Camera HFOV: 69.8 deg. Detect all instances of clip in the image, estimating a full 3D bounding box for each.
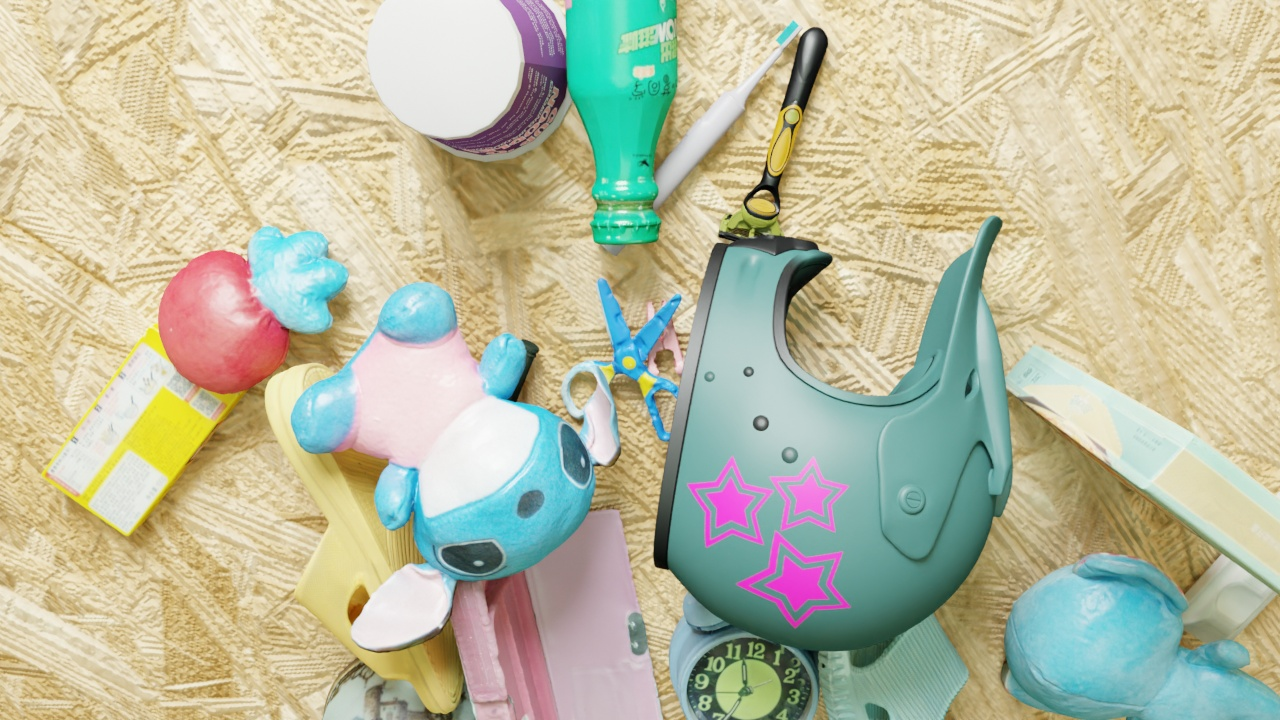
[{"bbox_3d":[0.020,-0.012,0.636,0.045,0.023,0.060,13,108,-7],"label":"clip"}]

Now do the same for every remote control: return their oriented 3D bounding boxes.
[{"bbox_3d":[0.454,0.155,0.675,0.050,0.022,0.133,32,104,-8],"label":"remote control"}]

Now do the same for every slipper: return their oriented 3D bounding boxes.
[{"bbox_3d":[-0.201,0.130,0.645,0.078,0.099,0.263,-21,101,9],"label":"slipper"},{"bbox_3d":[0.193,0.262,0.668,0.070,0.115,0.276,-1,115,39],"label":"slipper"}]

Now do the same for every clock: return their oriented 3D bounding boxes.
[{"bbox_3d":[0.081,0.218,0.683,0.118,0.060,0.162,5,102,1],"label":"clock"}]

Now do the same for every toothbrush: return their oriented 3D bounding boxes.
[{"bbox_3d":[0.039,-0.144,0.598,0.019,0.018,0.188,41,103,-8],"label":"toothbrush"}]

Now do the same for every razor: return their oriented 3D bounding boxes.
[{"bbox_3d":[0.092,-0.144,0.598,0.044,0.021,0.144,16,104,-3],"label":"razor"}]

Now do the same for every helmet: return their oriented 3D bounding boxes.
[{"bbox_3d":[0.128,0.041,0.569,0.200,0.176,0.274,10,84,9],"label":"helmet"}]

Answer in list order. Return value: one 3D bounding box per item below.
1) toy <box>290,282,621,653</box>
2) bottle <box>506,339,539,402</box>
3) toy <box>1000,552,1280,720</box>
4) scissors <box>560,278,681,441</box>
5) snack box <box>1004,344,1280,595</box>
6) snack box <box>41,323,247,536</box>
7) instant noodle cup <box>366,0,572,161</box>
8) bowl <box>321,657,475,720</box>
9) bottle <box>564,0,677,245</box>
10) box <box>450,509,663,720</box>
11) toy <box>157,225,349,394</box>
[{"bbox_3d":[-0.125,0.064,0.584,0.191,0.099,0.224,45,82,-9],"label":"toy"},{"bbox_3d":[-0.106,0.040,0.648,0.033,0.033,0.123,28,104,-7],"label":"bottle"},{"bbox_3d":[0.355,0.209,0.652,0.181,0.114,0.184,21,129,13],"label":"toy"},{"bbox_3d":[-0.013,0.002,0.634,0.123,0.016,0.125,-13,108,18],"label":"scissors"},{"bbox_3d":[0.321,0.066,0.563,0.141,0.193,0.044,36,101,-9],"label":"snack box"},{"bbox_3d":[-0.355,0.049,0.660,0.075,0.025,0.152,40,104,-10],"label":"snack box"},{"bbox_3d":[-0.110,-0.175,0.538,0.137,0.121,0.122,3,106,0],"label":"instant noodle cup"},{"bbox_3d":[-0.177,0.308,0.696,0.160,0.093,0.160,0,106,1],"label":"bowl"},{"bbox_3d":[-0.011,-0.176,0.559,0.068,0.068,0.210,-1,103,1],"label":"bottle"},{"bbox_3d":[-0.053,0.235,0.673,0.116,0.106,0.233,-7,105,13],"label":"box"},{"bbox_3d":[-0.261,-0.037,0.617,0.133,0.062,0.092,-33,95,-5],"label":"toy"}]
